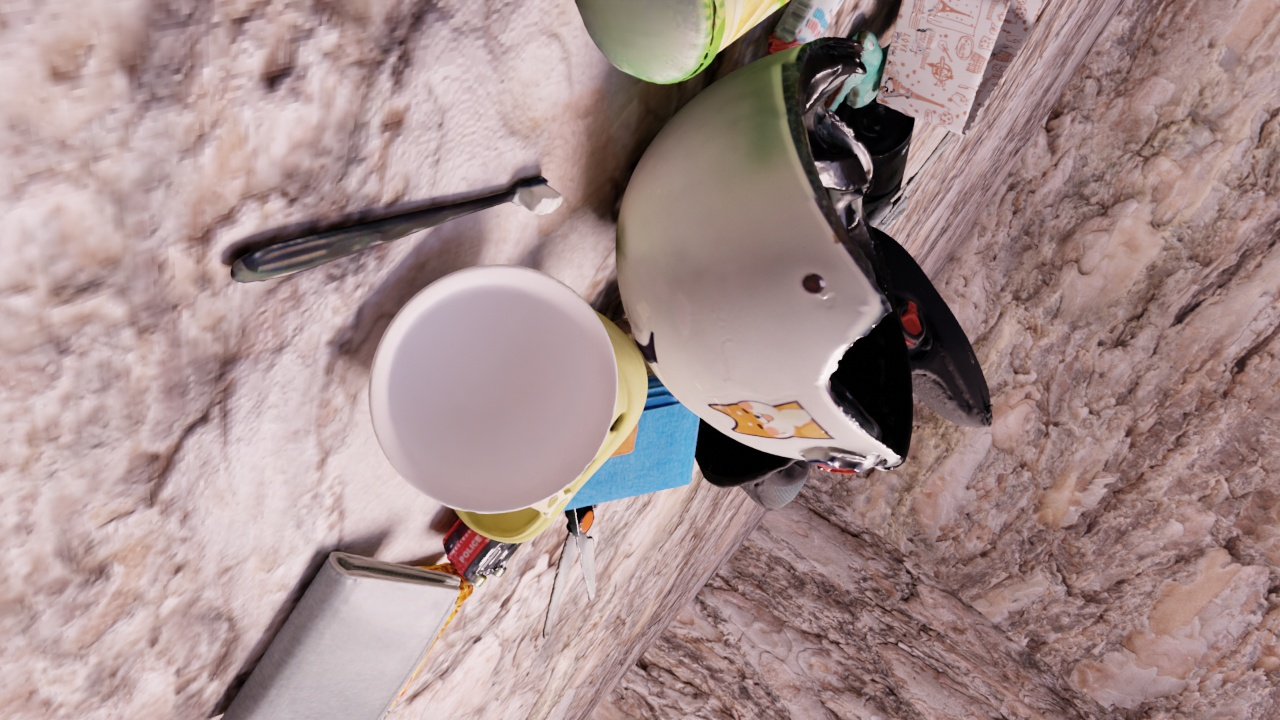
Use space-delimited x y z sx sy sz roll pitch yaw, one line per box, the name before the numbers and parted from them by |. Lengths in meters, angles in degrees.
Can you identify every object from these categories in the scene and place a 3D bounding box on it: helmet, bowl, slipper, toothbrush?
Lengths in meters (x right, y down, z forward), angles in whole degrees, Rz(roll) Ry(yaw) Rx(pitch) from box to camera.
helmet | 0.141 -0.001 0.777 0.234 0.230 0.273 -33 174 37
bowl | -0.077 0.009 0.455 0.118 0.118 0.065 -51 -158 -6
slipper | -0.065 0.054 0.544 0.191 0.091 0.081 -57 -175 34
helmet | 0.073 -0.046 0.554 0.274 0.157 0.229 56 33 -55
toothbrush | -0.092 -0.057 0.387 0.180 0.018 0.016 -29 155 -52

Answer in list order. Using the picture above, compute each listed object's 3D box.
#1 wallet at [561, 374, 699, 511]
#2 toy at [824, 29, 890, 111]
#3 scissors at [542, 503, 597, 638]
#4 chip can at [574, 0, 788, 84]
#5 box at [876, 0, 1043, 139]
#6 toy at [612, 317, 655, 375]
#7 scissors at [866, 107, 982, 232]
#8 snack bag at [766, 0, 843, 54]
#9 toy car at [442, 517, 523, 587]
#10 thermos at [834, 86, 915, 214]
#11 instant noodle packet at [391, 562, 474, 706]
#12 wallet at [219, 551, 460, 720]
wallet | -0.023 0.058 0.639 0.133 0.040 0.106 -9 128 -19
toy | 0.173 -0.228 0.732 0.096 0.030 0.091 -56 160 11
scissors | -0.051 0.106 0.729 0.220 0.022 0.225 -65 153 -17
chip can | 0.063 -0.199 0.406 0.220 0.072 0.073 -43 162 -29
box | 0.290 -0.302 0.671 0.178 0.130 0.273 -52 -174 -29
toy | -0.004 0.004 0.667 0.105 0.066 0.157 -1 120 -54
scissors | 0.255 -0.167 0.873 0.163 0.014 0.166 -41 164 1
snack bag | 0.110 -0.224 0.568 0.105 0.026 0.045 -57 153 13
toy car | -0.112 0.133 0.685 0.053 0.045 0.120 -49 170 -5
thermos | 0.223 -0.197 0.895 0.242 0.068 0.090 34 61 -76
instant noodle packet | -0.180 0.204 0.653 0.128 0.044 0.110 -53 160 6
wallet | -0.181 0.180 0.571 0.106 0.037 0.130 26 102 -46
